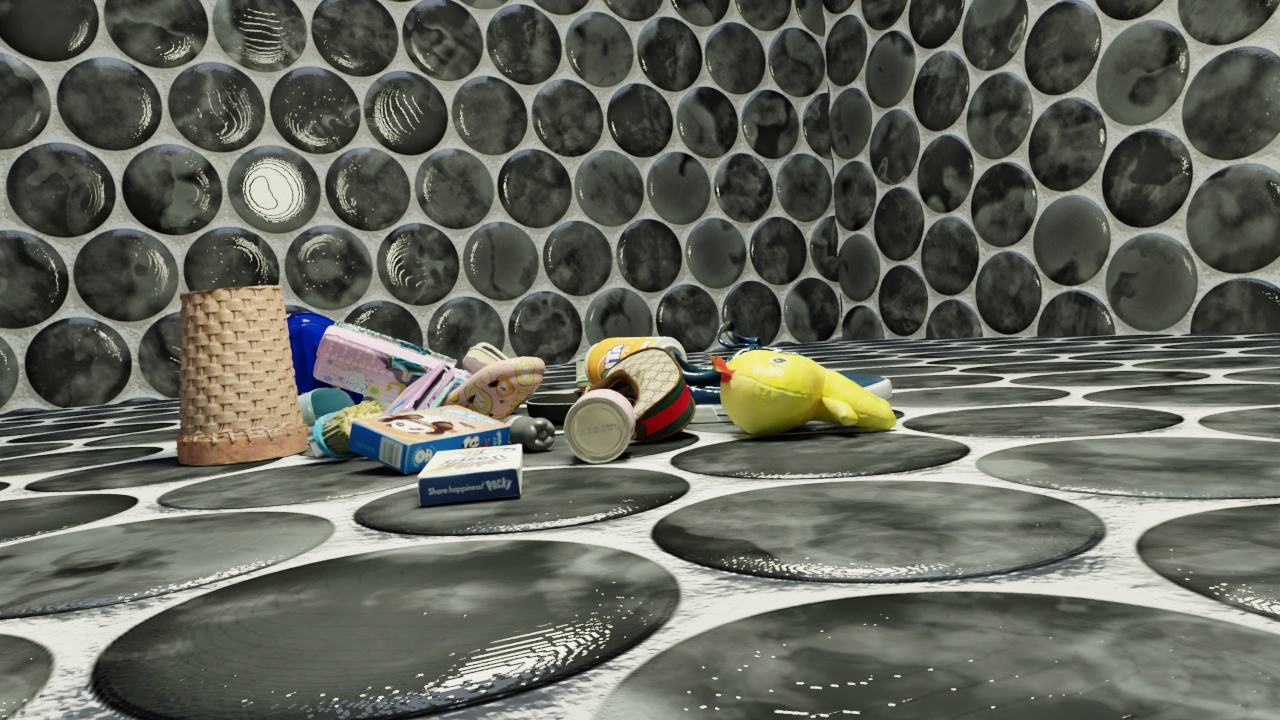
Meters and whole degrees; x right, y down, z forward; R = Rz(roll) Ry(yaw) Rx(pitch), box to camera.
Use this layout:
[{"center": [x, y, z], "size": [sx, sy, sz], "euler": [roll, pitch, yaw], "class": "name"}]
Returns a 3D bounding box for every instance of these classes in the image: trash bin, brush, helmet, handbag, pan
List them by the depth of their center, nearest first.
[{"center": [-0.014, 0.046, 1.072], "size": [0.138, 0.063, 0.166], "euler": [-24, 25, -4], "class": "handbag"}, {"center": [-0.352, 0.088, 1.077], "size": [0.075, 0.055, 0.135], "euler": [-26, 0, 7], "class": "brush"}, {"center": [-0.501, 0.016, 1.140], "size": [0.151, 0.210, 0.151], "euler": [-4, 3, 0], "class": "trash bin"}, {"center": [0.009, 0.058, 1.362], "size": [0.356, 0.034, 0.225], "euler": [-5, 3, -17], "class": "pan"}, {"center": [-0.500, -0.009, 1.391], "size": [0.147, 0.242, 0.227], "euler": [-7, 47, -17], "class": "helmet"}]

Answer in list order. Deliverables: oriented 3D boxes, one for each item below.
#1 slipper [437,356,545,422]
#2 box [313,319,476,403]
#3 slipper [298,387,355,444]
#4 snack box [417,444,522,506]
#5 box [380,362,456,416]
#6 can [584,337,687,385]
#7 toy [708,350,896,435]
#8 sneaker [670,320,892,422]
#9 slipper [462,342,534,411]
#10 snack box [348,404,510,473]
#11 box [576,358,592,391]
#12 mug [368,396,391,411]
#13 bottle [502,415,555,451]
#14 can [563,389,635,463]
[{"center": [-0.195, 0.063, 1.186], "size": [0.198, 0.081, 0.093], "euler": [-30, -12, 28], "class": "slipper"}, {"center": [-0.332, 0.013, 1.288], "size": [0.230, 0.085, 0.076], "euler": [20, 31, -14], "class": "box"}, {"center": [-0.419, 0.074, 1.257], "size": [0.246, 0.074, 0.104], "euler": [-2, 2, 15], "class": "slipper"}, {"center": [-0.144, 0.097, 0.799], "size": [0.082, 0.026, 0.150], "euler": [-4, 3, -6], "class": "snack box"}, {"center": [-0.275, 0.058, 1.122], "size": [0.076, 0.036, 0.214], "euler": [-35, 12, 8], "class": "box"}, {"center": [-0.008, 0.007, 1.280], "size": [0.079, 0.079, 0.143], "euler": [-6, 5, -42], "class": "can"}, {"center": [0.174, 0.039, 1.004], "size": [0.208, 0.092, 0.133], "euler": [6, 9, 5], "class": "toy"}, {"center": [0.169, 0.012, 1.174], "size": [0.295, 0.127, 0.120], "euler": [-1, 4, 13], "class": "sneaker"}, {"center": [-0.215, 0.028, 1.389], "size": [0.114, 0.054, 0.273], "euler": [38, -16, 2], "class": "slipper"}, {"center": [-0.220, 0.081, 0.973], "size": [0.087, 0.034, 0.151], "euler": [17, 13, 31], "class": "snack box"}, {"center": [-0.037, 0.031, 1.527], "size": [0.118, 0.050, 0.205], "euler": [-1, -8, 4], "class": "box"}, {"center": [-0.372, 0.047, 1.429], "size": [0.084, 0.104, 0.111], "euler": [-3, 4, 26], "class": "mug"}, {"center": [-0.134, 0.081, 1.037], "size": [0.036, 0.036, 0.110], "euler": [-6, 3, -33], "class": "bottle"}, {"center": [-0.040, 0.065, 0.915], "size": [0.067, 0.067, 0.076], "euler": [-4, 3, 2], "class": "can"}]
